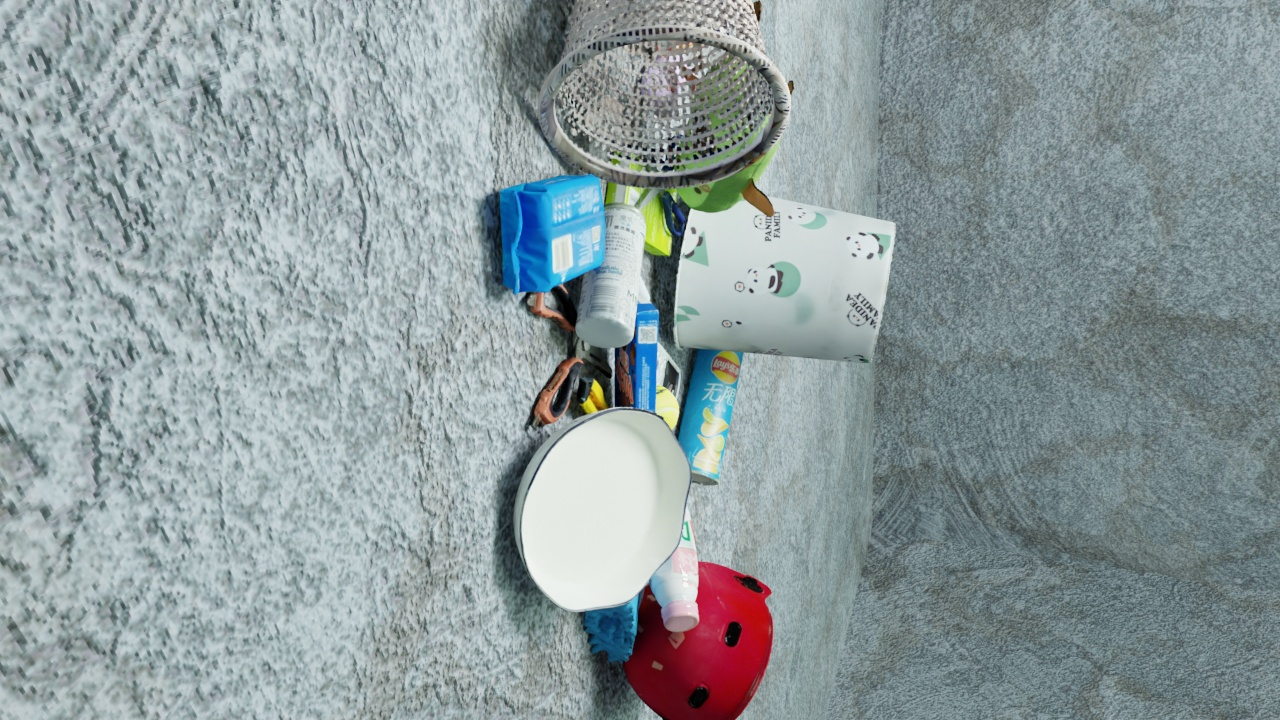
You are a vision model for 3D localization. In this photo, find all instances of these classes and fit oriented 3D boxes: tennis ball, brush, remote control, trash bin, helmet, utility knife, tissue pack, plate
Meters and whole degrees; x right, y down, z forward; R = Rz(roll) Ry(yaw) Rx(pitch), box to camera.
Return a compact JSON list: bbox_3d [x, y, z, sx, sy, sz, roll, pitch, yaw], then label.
[{"bbox_3d":[0.013,0.061,1.093,0.065,0.065,0.065,6,90,-68],"label":"tennis ball"},{"bbox_3d":[-0.020,0.202,1.011,0.109,0.060,0.315,-69,165,-48],"label":"brush"},{"bbox_3d":[0.021,0.013,1.161,0.150,0.021,0.058,47,52,-61],"label":"remote control"},{"bbox_3d":[0.021,-0.302,0.861,0.227,0.228,0.191,49,38,-61],"label":"trash bin"},{"bbox_3d":[0.190,-0.107,1.200,0.229,0.252,0.229,10,89,-78],"label":"trash bin"},{"bbox_3d":[0.057,0.338,1.115,0.206,0.144,0.240,-61,-176,-7],"label":"helmet"},{"bbox_3d":[-0.036,0.068,1.022,0.219,0.015,0.033,64,43,-63],"label":"utility knife"},{"bbox_3d":[-0.079,-0.119,0.834,0.156,0.052,0.095,-37,131,-62],"label":"tissue pack"},{"bbox_3d":[-0.039,0.143,0.903,0.204,0.046,0.205,-10,106,-37],"label":"plate"}]

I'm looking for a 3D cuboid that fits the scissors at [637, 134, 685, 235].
[{"bbox_3d":[0.029,-0.206,1.066,0.162,0.012,0.175,71,31,-45],"label":"scissors"}]

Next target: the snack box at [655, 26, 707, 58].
[{"bbox_3d":[0.041,-0.397,1.060,0.077,0.027,0.155,59,31,-9],"label":"snack box"}]

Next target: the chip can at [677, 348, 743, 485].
[{"bbox_3d":[0.096,0.067,1.298,0.071,0.071,0.210,50,50,-61],"label":"chip can"}]

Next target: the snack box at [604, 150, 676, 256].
[{"bbox_3d":[0.003,-0.178,1.061,0.156,0.026,0.085,14,82,-68],"label":"snack box"}]

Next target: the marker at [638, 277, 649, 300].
[{"bbox_3d":[-0.013,-0.103,1.050,0.018,0.023,0.131,-60,153,-20],"label":"marker"}]

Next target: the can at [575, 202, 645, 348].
[{"bbox_3d":[-0.029,-0.087,0.934,0.058,0.058,0.146,61,31,-55],"label":"can"}]

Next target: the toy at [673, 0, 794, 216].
[{"bbox_3d":[0.096,-0.249,0.996,0.247,0.089,0.226,115,-42,-56],"label":"toy"}]

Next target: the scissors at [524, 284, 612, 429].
[{"bbox_3d":[-0.069,-0.018,0.937,0.225,0.015,0.189,-61,149,-47],"label":"scissors"}]

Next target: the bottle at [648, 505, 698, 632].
[{"bbox_3d":[0.032,0.221,1.080,0.068,0.068,0.196,71,7,-46],"label":"bottle"}]

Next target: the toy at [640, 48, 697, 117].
[{"bbox_3d":[0.031,-0.327,1.072,0.084,0.039,0.107,45,51,-39],"label":"toy"}]

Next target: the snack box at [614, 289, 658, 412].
[{"bbox_3d":[-0.006,0.006,0.995,0.084,0.026,0.157,-126,-147,-61],"label":"snack box"}]
